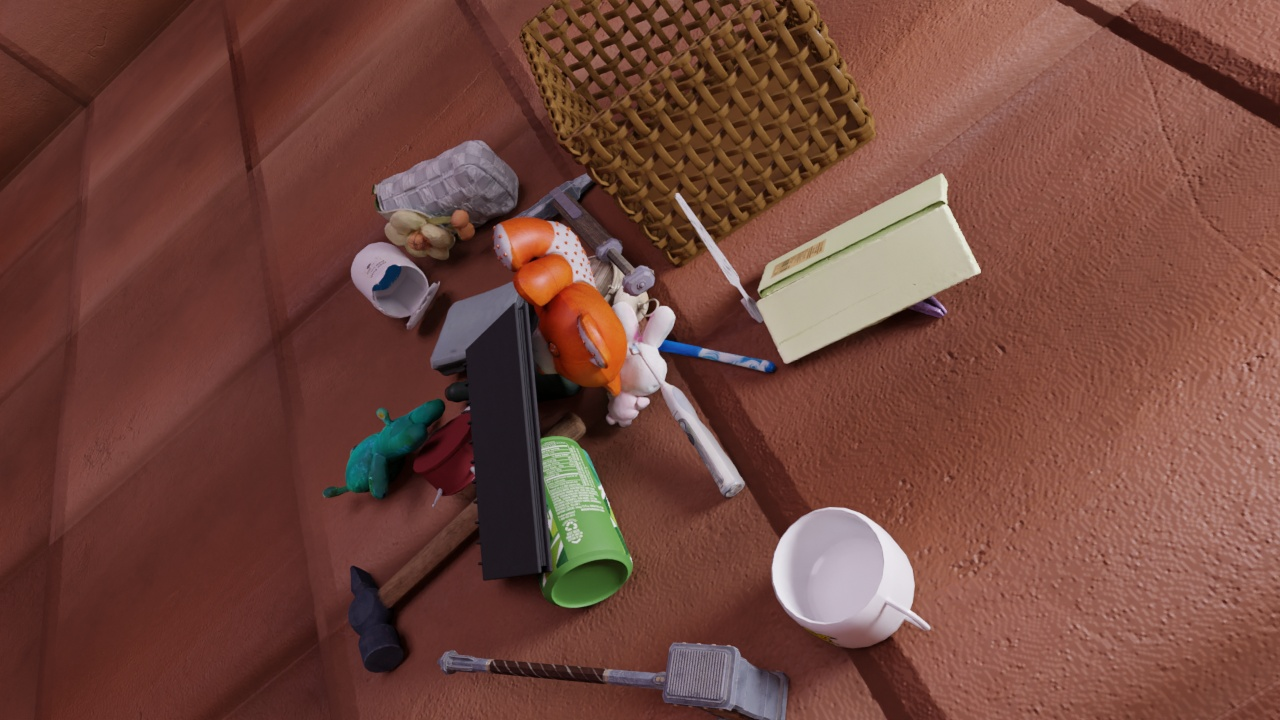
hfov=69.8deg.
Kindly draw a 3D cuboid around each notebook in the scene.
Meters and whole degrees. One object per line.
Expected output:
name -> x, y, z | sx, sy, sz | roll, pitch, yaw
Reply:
notebook -> -0.127, 0.082, 0.847 | 0.170, 0.019, 0.231 | -30, 64, 60

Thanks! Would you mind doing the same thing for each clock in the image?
clock -> -0.036, -0.067, 0.976 | 0.141, 0.054, 0.092 | 15, 71, 43
clock -> -0.196, 0.095, 0.984 | 0.087, 0.044, 0.124 | -33, 23, 18

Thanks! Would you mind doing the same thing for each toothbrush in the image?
toothbrush -> 0.039, 0.048, 0.849 | 0.024, 0.022, 0.185 | -23, 58, -17
toothbrush -> 0.071, -0.090, 0.826 | 0.010, 0.181, 0.010 | -45, 43, -4

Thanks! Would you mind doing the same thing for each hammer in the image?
hammer -> -0.048, 0.257, 0.751 | 0.323, 0.098, 0.044 | -8, 59, 32
hammer -> -0.047, -0.139, 0.993 | 0.147, 0.028, 0.316 | -35, 32, -2
hammer -> -0.180, 0.168, 0.948 | 0.322, 0.040, 0.129 | -43, 43, 5

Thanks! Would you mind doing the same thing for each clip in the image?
clip -> 0.239, -0.050, 0.796 | 0.045, 0.014, 0.050 | -27, 48, 19

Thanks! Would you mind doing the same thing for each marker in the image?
marker -> 0.069, -0.005, 0.890 | 0.142, 0.013, 0.013 | 13, 71, 40

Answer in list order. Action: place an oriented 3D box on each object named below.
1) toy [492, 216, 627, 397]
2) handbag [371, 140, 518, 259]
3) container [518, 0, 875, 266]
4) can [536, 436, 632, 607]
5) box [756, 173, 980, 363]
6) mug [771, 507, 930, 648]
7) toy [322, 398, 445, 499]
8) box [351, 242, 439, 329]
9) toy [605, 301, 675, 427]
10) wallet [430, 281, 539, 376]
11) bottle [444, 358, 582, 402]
toy -> -0.074, -0.046, 0.877 | 0.093, 0.164, 0.172 | -28, 68, -2
handbag -> -0.244, -0.199, 1.171 | 0.172, 0.112, 0.123 | -20, 52, 23
container -> 0.056, -0.285, 0.935 | 0.252, 0.214, 0.219 | -33, 48, 15
can -> -0.068, 0.146, 0.845 | 0.083, 0.083, 0.144 | -37, 47, 11
box -> 0.191, -0.087, 0.814 | 0.188, 0.061, 0.133 | -26, 48, 29
mug -> 0.159, 0.166, 0.679 | 0.116, 0.068, 0.094 | 25, 79, 43
toy -> -0.285, 0.097, 1.024 | 0.194, 0.072, 0.130 | -34, 21, 39
box -> -0.308, -0.093, 1.177 | 0.081, 0.091, 0.160 | -48, 39, -4
toy -> -0.005, 0.005, 0.918 | 0.076, 0.037, 0.125 | 7, 87, 34
wallet -> -0.178, -0.035, 1.062 | 0.132, 0.054, 0.100 | -10, 49, 33
bottle -> -0.145, 0.024, 0.999 | 0.175, 0.055, 0.055 | -11, 57, 32
